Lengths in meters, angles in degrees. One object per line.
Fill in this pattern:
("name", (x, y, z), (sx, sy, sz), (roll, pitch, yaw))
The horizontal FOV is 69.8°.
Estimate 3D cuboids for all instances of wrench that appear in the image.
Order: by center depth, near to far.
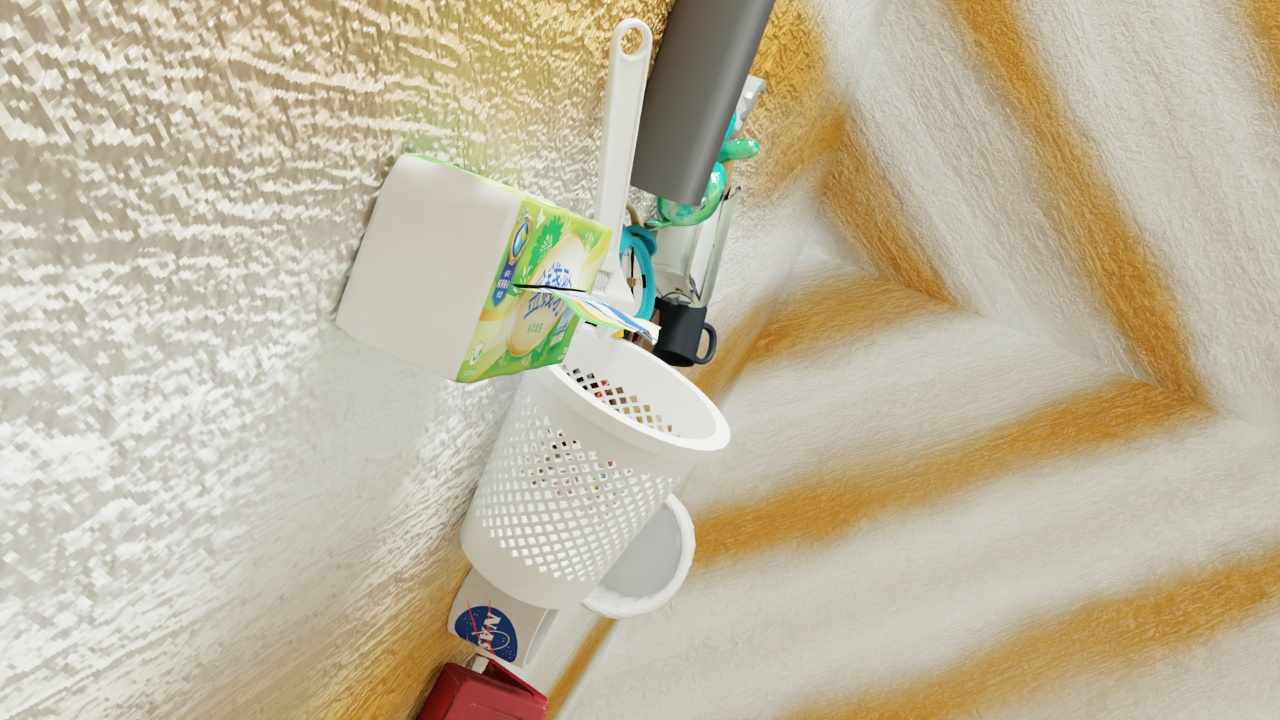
("wrench", (-0.023, -0.138, 0.753), (0.066, 0.018, 0.274), (-9, 125, -28))

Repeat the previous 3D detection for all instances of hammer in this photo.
("hammer", (0.112, -0.249, 1.264), (0.329, 0.039, 0.130), (99, 16, -56))

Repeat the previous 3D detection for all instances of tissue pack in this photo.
("tissue pack", (-0.059, -0.040, 0.544), (0.197, 0.141, 0.120), (-31, 144, -73))

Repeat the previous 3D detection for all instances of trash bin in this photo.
("trash bin", (-0.056, 0.098, 0.810), (0.200, 0.195, 0.195), (-59, 172, 17))

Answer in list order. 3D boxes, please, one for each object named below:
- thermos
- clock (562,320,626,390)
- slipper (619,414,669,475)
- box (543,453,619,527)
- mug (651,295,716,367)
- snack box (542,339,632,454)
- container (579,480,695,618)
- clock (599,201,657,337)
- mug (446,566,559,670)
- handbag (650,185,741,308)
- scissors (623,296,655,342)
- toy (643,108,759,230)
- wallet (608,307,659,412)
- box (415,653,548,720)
("thermos", (0.056, -0.264, 0.805), (0.082, 0.082, 0.241), (-39, 151, -68))
("clock", (-0.051, -0.020, 0.918), (0.091, 0.042, 0.120), (103, 14, -45))
("slipper", (-0.019, 0.188, 1.526), (0.263, 0.052, 0.115), (-62, 172, -1))
("box", (-0.100, 0.199, 1.121), (0.153, 0.066, 0.202), (-26, 140, -59))
("mug", (0.058, -0.033, 1.206), (0.071, 0.105, 0.077), (-6, -115, 54))
("snack box", (-0.052, 0.036, 1.056), (0.152, 0.036, 0.132), (6, 108, -79))
("container", (-0.017, 0.263, 1.317), (0.187, 0.189, 0.189), (55, 59, -80))
("clock", (-0.015, -0.088, 0.870), (0.099, 0.044, 0.129), (-14, 100, -66))
("mug", (-0.136, 0.249, 0.951), (0.090, 0.090, 0.121), (-51, 162, -56))
("handbag", (0.072, -0.135, 1.093), (0.176, 0.074, 0.151), (55, 50, -70))
("scissors", (0.011, -0.090, 1.157), (0.185, 0.015, 0.178), (96, 21, -59))
("toy", (0.056, -0.201, 0.953), (0.131, 0.072, 0.192), (-24, -143, 39))
("wallet", (-0.006, 0.006, 1.074), (0.087, 0.013, 0.120), (91, 25, -66))
("box", (-0.203, 0.416, 1.015), (0.170, 0.157, 0.156), (43, 69, -50))
